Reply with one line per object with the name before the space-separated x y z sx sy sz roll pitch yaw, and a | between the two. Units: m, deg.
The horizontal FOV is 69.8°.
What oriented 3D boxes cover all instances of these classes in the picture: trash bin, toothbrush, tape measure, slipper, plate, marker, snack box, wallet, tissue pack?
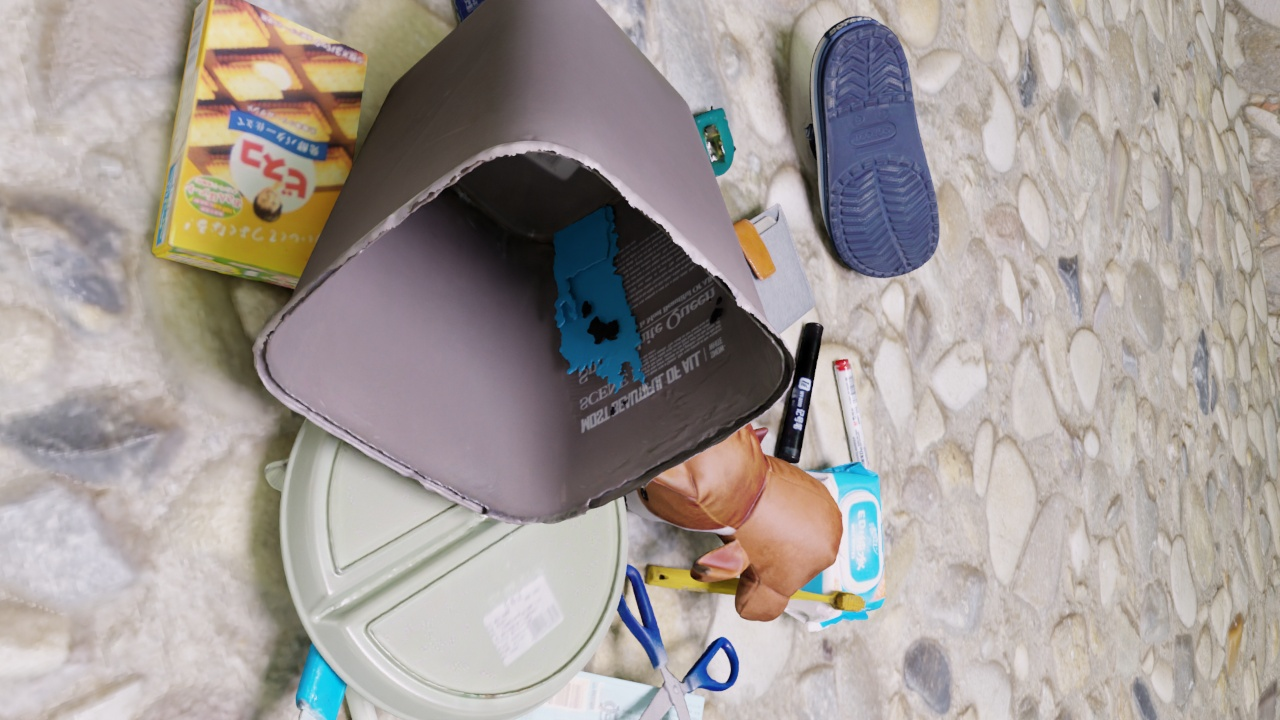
trash bin | -0.054 -0.066 0.484 0.198 0.199 0.219 39 32 -35
toothbrush | -0.167 0.143 0.506 0.029 0.020 0.189 -19 100 -37
tape measure | 0.055 -0.176 0.747 0.058 0.025 0.054 -33 107 -40
toothbrush | 0.093 0.178 0.710 0.190 0.017 0.015 13 79 -21
slipper | 0.205 -0.192 0.853 0.095 0.105 0.253 -103 173 -57
plate | -0.092 0.092 0.532 0.230 0.028 0.229 18 61 -38
marker | 0.205 0.070 0.874 0.017 0.017 0.145 -18 98 -44
snack box | -0.200 -0.113 0.491 0.086 0.034 0.140 14 78 -42
snack box | -0.034 0.244 0.600 0.174 0.052 0.074 28 65 -39
marker | 0.143 0.028 0.818 0.022 0.020 0.131 58 43 -61
wallet | 0.096 -0.065 0.768 0.129 0.037 0.106 -35 111 -41
tissue pack | 0.168 0.159 0.796 0.089 0.063 0.140 4 83 -44

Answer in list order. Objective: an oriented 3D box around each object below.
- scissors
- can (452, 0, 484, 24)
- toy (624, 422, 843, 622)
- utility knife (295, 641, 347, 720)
scissors | 0.022 0.213 0.626 0.175 0.012 0.162 1 53 -59
can | -0.074 -0.213 0.609 0.074 0.049 0.148 -28 105 -42
toy | 0.053 0.088 0.655 0.199 0.131 0.139 49 26 -33
utility knife | -0.156 0.138 0.485 0.034 0.018 0.185 53 37 -47
